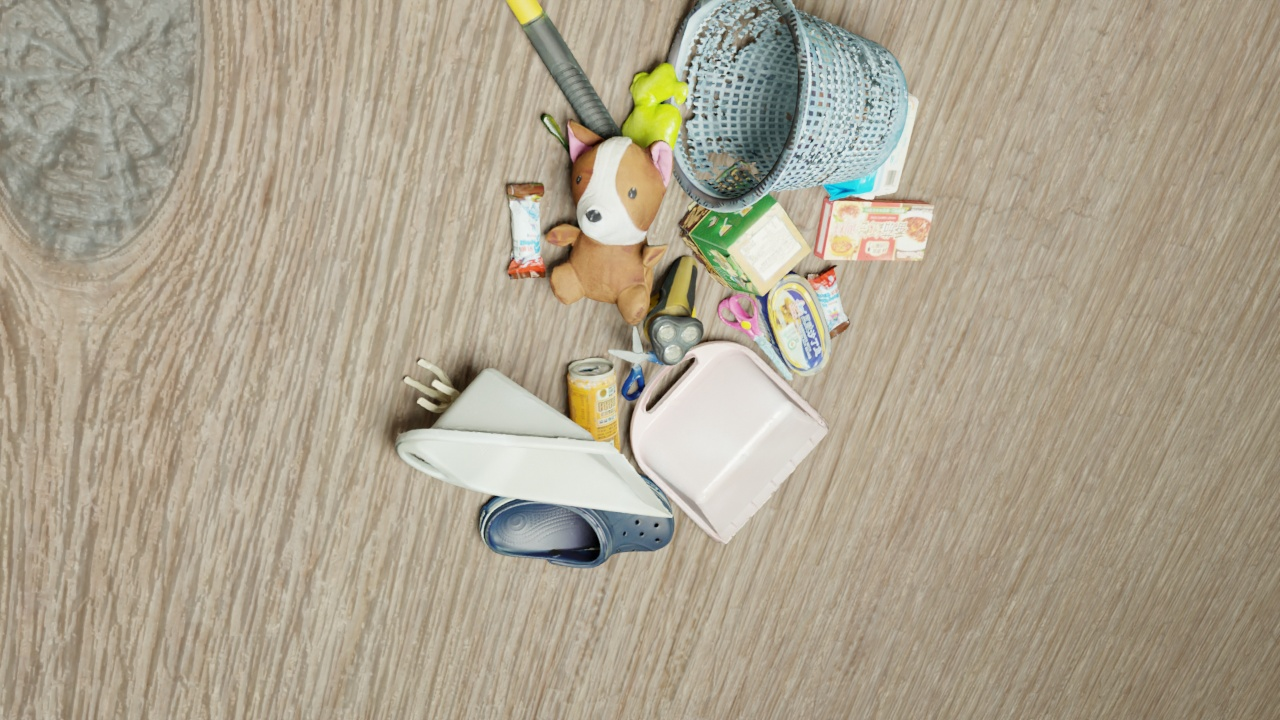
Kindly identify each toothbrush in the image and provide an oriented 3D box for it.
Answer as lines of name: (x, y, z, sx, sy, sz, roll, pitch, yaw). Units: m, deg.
toothbrush: (-0.054, -0.195, 1.009, 0.012, 0.017, 0.186, -41, 123, -4)

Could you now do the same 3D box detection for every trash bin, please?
trash bin: (0.162, -0.268, 0.967, 0.194, 0.227, 0.227, -5, 114, -35)

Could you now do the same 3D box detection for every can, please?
can: (-0.055, 0.073, 1.099, 0.058, 0.058, 0.146, -10, 116, -18)
can: (0.189, -0.049, 1.150, 0.074, 0.049, 0.148, -30, 120, -8)

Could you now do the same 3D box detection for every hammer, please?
hammer: (-0.106, -0.340, 0.914, 0.128, 0.033, 0.301, -37, 121, -2)

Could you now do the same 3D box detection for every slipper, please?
slipper: (-0.069, 0.201, 1.131, 0.252, 0.095, 0.105, 2, 114, -19)

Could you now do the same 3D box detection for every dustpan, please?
dustpan: (0.108, 0.093, 1.187, 0.222, 0.139, 0.273, -46, 154, -3)
dustpan: (-0.129, 0.122, 0.994, 0.142, 0.258, 0.223, -51, 152, -11)

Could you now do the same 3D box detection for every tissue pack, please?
tissue pack: (0.265, -0.256, 1.074, 0.089, 0.063, 0.140, -10, 118, -41)

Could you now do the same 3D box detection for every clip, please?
clip: (-0.213, 0.044, 1.019, 0.102, 0.094, 0.035, 40, 93, -20)

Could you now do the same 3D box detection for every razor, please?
razor: (0.044, -0.064, 1.030, 0.068, 0.167, 0.062, -8, 125, 18)

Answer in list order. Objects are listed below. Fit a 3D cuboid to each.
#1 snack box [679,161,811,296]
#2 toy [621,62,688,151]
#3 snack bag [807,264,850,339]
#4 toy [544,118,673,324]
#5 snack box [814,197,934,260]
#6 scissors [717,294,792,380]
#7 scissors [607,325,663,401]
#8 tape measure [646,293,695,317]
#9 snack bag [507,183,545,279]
snack box: (0.128, -0.141, 1.053, 0.117, 0.105, 0.118, -44, 122, -1)
toy: (0.014, -0.259, 0.976, 0.031, 0.097, 0.100, -13, 92, -53)
snack bag: (0.241, -0.074, 1.174, 0.045, 0.026, 0.105, -34, 124, -17)
toy: (-0.034, -0.145, 0.968, 0.140, 0.130, 0.200, 16, 115, 10)
snack box: (0.295, -0.165, 1.157, 0.152, 0.025, 0.075, -2, 112, -22)
scissors: (0.148, -0.026, 1.133, 0.054, 0.017, 0.133, -30, 105, 37)
scissors: (0.007, -0.004, 1.068, 0.154, 0.012, 0.167, -28, 154, -33)
tape measure: (0.038, -0.055, 1.098, 0.057, 0.029, 0.060, -32, 120, -8)
snack bag: (-0.124, -0.140, 0.997, 0.048, 0.026, 0.104, -10, 117, -32)
